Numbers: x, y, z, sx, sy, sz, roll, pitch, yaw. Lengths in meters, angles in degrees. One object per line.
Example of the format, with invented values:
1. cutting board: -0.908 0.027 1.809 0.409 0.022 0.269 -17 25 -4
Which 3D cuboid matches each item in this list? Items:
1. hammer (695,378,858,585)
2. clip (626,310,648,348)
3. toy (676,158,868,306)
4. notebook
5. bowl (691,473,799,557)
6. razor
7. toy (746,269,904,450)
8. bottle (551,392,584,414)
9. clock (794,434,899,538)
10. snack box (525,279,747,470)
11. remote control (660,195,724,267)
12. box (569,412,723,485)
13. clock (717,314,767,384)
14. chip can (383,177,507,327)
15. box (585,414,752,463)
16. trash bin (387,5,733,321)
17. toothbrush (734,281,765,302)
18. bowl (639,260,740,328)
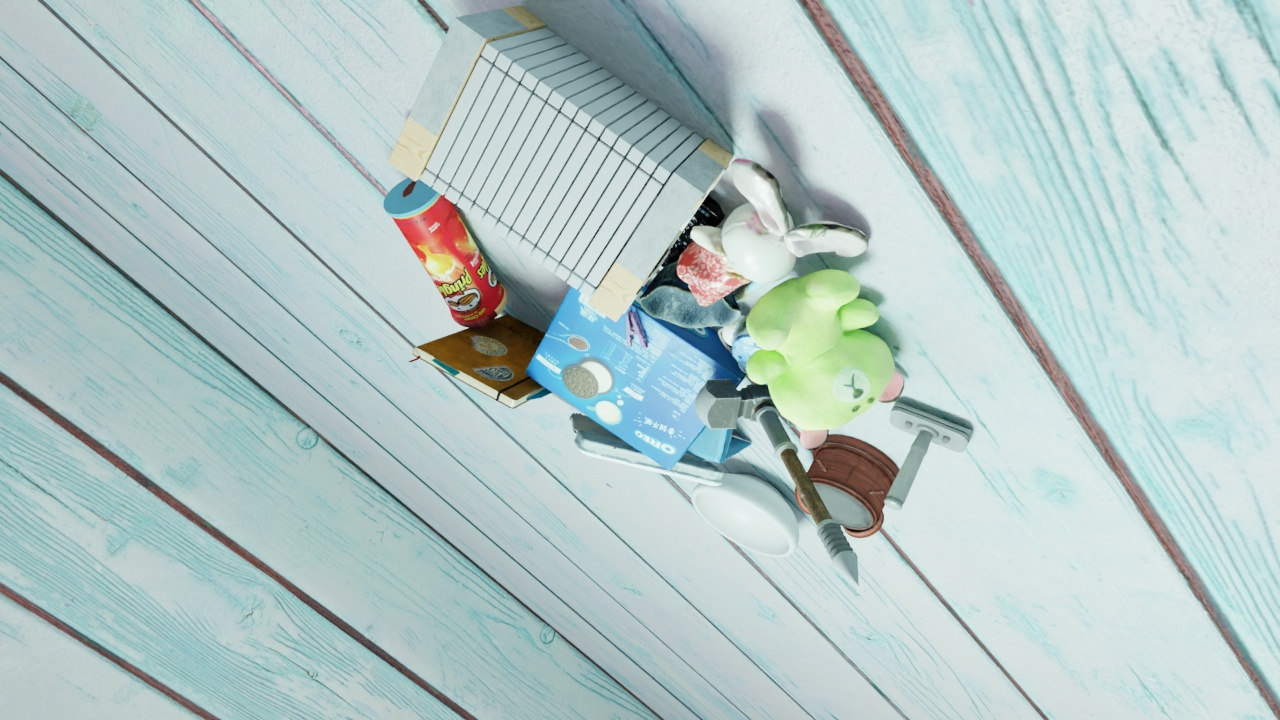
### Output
1. hammer: 0.166 0.119 0.965 0.156 0.321 0.043 -1 121 -12
2. clip: -0.003 -0.033 1.096 0.043 0.014 0.052 25 129 8
3. toy: 0.105 -0.111 0.884 0.159 0.084 0.195 26 152 -24
4. notebook: -0.180 0.000 1.278 0.178 0.248 0.014 27 113 15
5. bowl: 0.168 0.224 1.402 0.177 0.066 0.177 27 153 15
6. razor: 0.298 0.111 1.004 0.088 0.116 0.047 23 157 23
7. toy: 0.180 -0.007 0.937 0.107 0.150 0.197 50 171 44
8. bottle: -0.131 0.021 1.414 0.166 0.059 0.060 31 154 9
9. clock: 0.266 0.168 1.188 0.120 0.072 0.158 26 152 16
10. snack box: -0.007 0.007 1.167 0.239 0.056 0.196 34 129 1
11. remote control: 0.043 -0.141 0.984 0.047 0.022 0.151 37 156 -8
12. box: 0.003 0.126 1.308 0.209 0.045 0.191 15 -172 -14
13. clock: 0.141 -0.014 1.048 0.126 0.051 0.089 10 146 40
14. chip can: -0.263 -0.146 1.255 0.087 0.086 0.213 16 148 33
15. box: 0.045 0.066 1.315 0.232 0.094 0.111 16 -169 30
16. trash bin: -0.066 -0.183 0.835 0.247 0.142 0.143 35 119 -1
17. toothbrush: 0.123 -0.083 0.993 0.016 0.022 0.155 -3 165 -22
18. bowl: 0.057 -0.078 1.017 0.110 0.055 0.110 8 162 2
